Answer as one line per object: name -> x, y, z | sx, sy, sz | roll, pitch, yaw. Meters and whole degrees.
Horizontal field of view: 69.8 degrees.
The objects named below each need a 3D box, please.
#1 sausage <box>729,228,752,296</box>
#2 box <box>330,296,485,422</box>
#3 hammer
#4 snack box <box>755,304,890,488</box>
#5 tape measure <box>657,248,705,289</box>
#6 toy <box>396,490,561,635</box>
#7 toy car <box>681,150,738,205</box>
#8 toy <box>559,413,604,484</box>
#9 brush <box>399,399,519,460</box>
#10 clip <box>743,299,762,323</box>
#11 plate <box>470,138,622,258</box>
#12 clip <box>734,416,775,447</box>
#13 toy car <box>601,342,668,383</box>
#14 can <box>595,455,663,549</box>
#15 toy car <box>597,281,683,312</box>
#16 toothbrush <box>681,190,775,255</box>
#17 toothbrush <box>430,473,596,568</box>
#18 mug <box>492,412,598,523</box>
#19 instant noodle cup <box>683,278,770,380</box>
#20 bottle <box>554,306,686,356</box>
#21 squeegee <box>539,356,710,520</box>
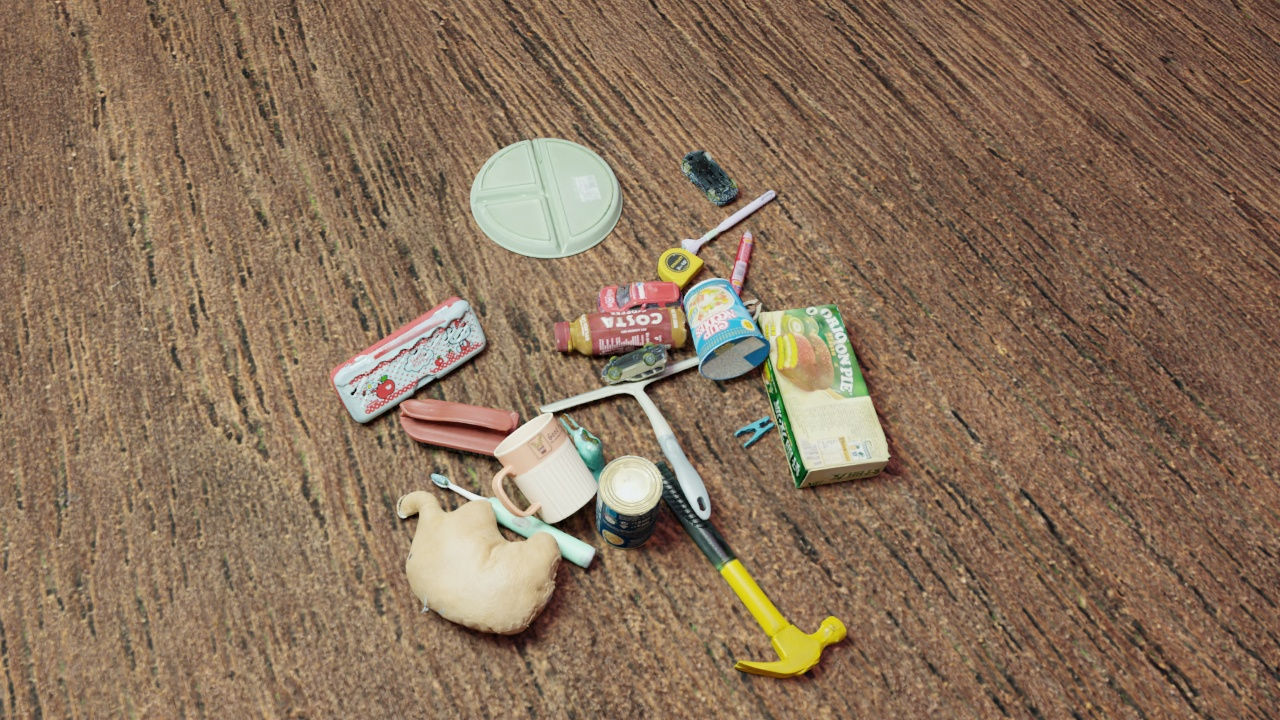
sausage -> 0.144, -0.131, 1.330 | 0.020, 0.020, 0.155 | 15, 59, 5
box -> -0.293, -0.002, 1.174 | 0.200, 0.091, 0.068 | -35, 59, -23
hammer -> 0.103, 0.242, 1.091 | 0.128, 0.033, 0.300 | -29, 65, -21
snack box -> 0.232, 0.043, 1.205 | 0.114, 0.063, 0.239 | -8, 59, -9
tape measure -> 0.054, -0.132, 1.318 | 0.057, 0.029, 0.059 | 35, 62, 15
toy -> -0.205, 0.227, 1.054 | 0.226, 0.083, 0.143 | 25, 55, 14
toy car -> 0.105, -0.280, 1.411 | 0.048, 0.031, 0.105 | -29, 66, -21
toy -> -0.066, 0.109, 1.125 | 0.030, 0.092, 0.096 | -35, 64, -24
brush -> -0.228, 0.079, 1.143 | 0.146, 0.069, 0.063 | 10, 57, 2
clip -> 0.134, -0.042, 1.268 | 0.064, 0.034, 0.098 | 40, 69, 18
plate -> -0.140, -0.251, 1.378 | 0.230, 0.028, 0.229 | 2, 59, -3
clip -> 0.151, 0.091, 1.198 | 0.056, 0.014, 0.041 | -30, 66, -21
toy car -> -0.007, 0.007, 1.208 | 0.090, 0.035, 0.042 | -19, 21, 10
can -> -0.014, 0.168, 1.081 | 0.075, 0.111, 0.075 | 2, 58, -3
toy car -> 0.000, -0.085, 1.277 | 0.120, 0.045, 0.052 | -5, 58, -5
toothbrush -> 0.136, -0.209, 1.379 | 0.188, 0.021, 0.029 | -35, 105, -24
toothbrush -> -0.155, 0.189, 1.106 | 0.224, 0.027, 0.026 | 25, 71, 11
mug -> -0.119, 0.137, 1.082 | 0.114, 0.082, 0.106 | -42, 104, -39
instant noodle cup -> 0.106, -0.045, 1.211 | 0.099, 0.099, 0.109 | -13, 58, -12
bottle -> -0.028, -0.038, 1.237 | 0.175, 0.058, 0.057 | -5, 59, -8
squeegee -> 0.028, 0.094, 1.139 | 0.246, 0.039, 0.246 | -17, 49, -15
